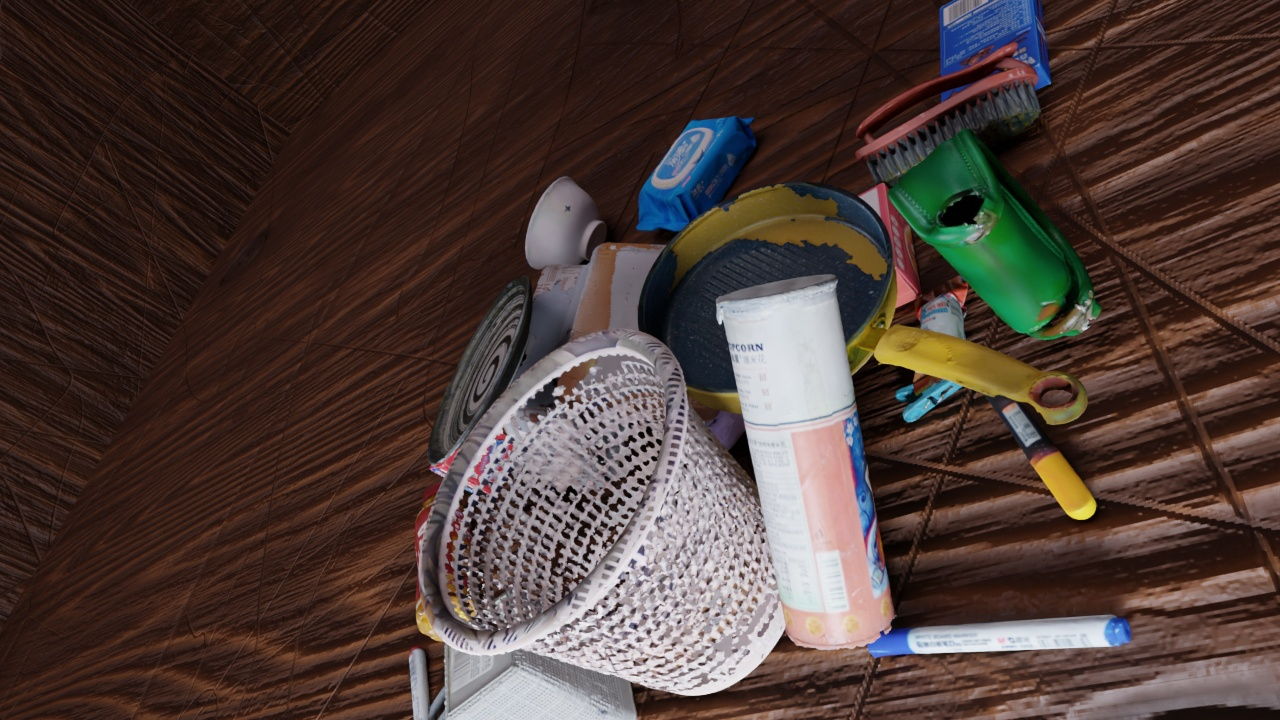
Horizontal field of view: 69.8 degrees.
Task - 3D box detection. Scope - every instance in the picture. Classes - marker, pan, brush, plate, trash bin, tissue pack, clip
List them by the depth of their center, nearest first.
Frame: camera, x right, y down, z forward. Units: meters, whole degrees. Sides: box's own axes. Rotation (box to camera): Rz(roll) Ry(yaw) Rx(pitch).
[{"bbox_3d":[0.195,0.155,0.515,0.146,0.017,0.016,-19,44,40],"label":"marker"},{"bbox_3d":[0.243,0.051,0.565,0.018,0.015,0.123,-37,32,17],"label":"marker"},{"bbox_3d":[-0.004,0.123,0.623,0.228,0.192,0.227,-31,37,27],"label":"trash bin"},{"bbox_3d":[0.136,-0.028,0.625,0.197,0.078,0.357,-48,47,-9],"label":"pan"},{"bbox_3d":[0.205,0.020,0.641,0.057,0.015,0.049,-37,32,23],"label":"clip"},{"bbox_3d":[0.250,-0.198,0.749,0.146,0.063,0.069,-27,72,31],"label":"brush"},{"bbox_3d":[-0.131,0.010,0.785,0.180,0.024,0.179,-50,24,32],"label":"plate"},{"bbox_3d":[-0.197,0.317,0.829,0.017,0.017,0.145,-43,33,10],"label":"marker"},{"bbox_3d":[0.058,-0.207,1.013,0.157,0.052,0.095,-57,33,-10],"label":"tissue pack"}]

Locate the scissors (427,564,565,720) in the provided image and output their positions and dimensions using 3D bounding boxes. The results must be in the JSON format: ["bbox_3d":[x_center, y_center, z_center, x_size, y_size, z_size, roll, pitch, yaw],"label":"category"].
[{"bbox_3d":[-0.127,0.262,0.802,0.171,0.014,0.159,-33,35,22],"label":"scissors"}]

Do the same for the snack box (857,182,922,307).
[{"bbox_3d":[0.165,-0.068,0.750,0.113,0.044,0.126,-26,40,33],"label":"snack box"}]

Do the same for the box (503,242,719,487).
[{"bbox_3d":[-0.004,0.004,0.818,0.193,0.157,0.182,3,54,15],"label":"box"}]

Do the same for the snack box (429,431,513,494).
[{"bbox_3d":[-0.167,0.096,0.912,0.058,0.057,0.208,-61,11,-14],"label":"snack box"}]

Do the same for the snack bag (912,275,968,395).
[{"bbox_3d":[0.212,-0.019,0.649,0.048,0.026,0.103,-37,18,39],"label":"snack bag"}]

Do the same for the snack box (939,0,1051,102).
[{"bbox_3d":[0.308,-0.279,0.806,0.085,0.026,0.156,-21,43,38],"label":"snack box"}]

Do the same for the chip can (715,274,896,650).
[{"bbox_3d":[0.101,0.061,0.551,0.071,0.215,0.071,-12,9,2],"label":"chip can"}]

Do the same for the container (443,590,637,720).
[{"bbox_3d":[-0.077,0.235,0.673,0.090,0.114,0.090,-40,34,15],"label":"container"}]

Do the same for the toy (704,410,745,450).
[{"bbox_3d":[0.074,0.036,0.762,0.108,0.039,0.084,-54,19,-5],"label":"toy"}]

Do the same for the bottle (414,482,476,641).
[{"bbox_3d":[-0.195,0.193,0.912,0.057,0.057,0.174,-41,34,14],"label":"bottle"}]

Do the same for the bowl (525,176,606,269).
[{"bbox_3d":[-0.080,-0.154,1.105,0.065,0.118,0.118,24,73,16],"label":"bowl"}]

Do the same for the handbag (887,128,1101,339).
[{"bbox_3d":[0.233,-0.080,0.597,0.068,0.131,0.120,-42,26,21],"label":"handbag"}]
